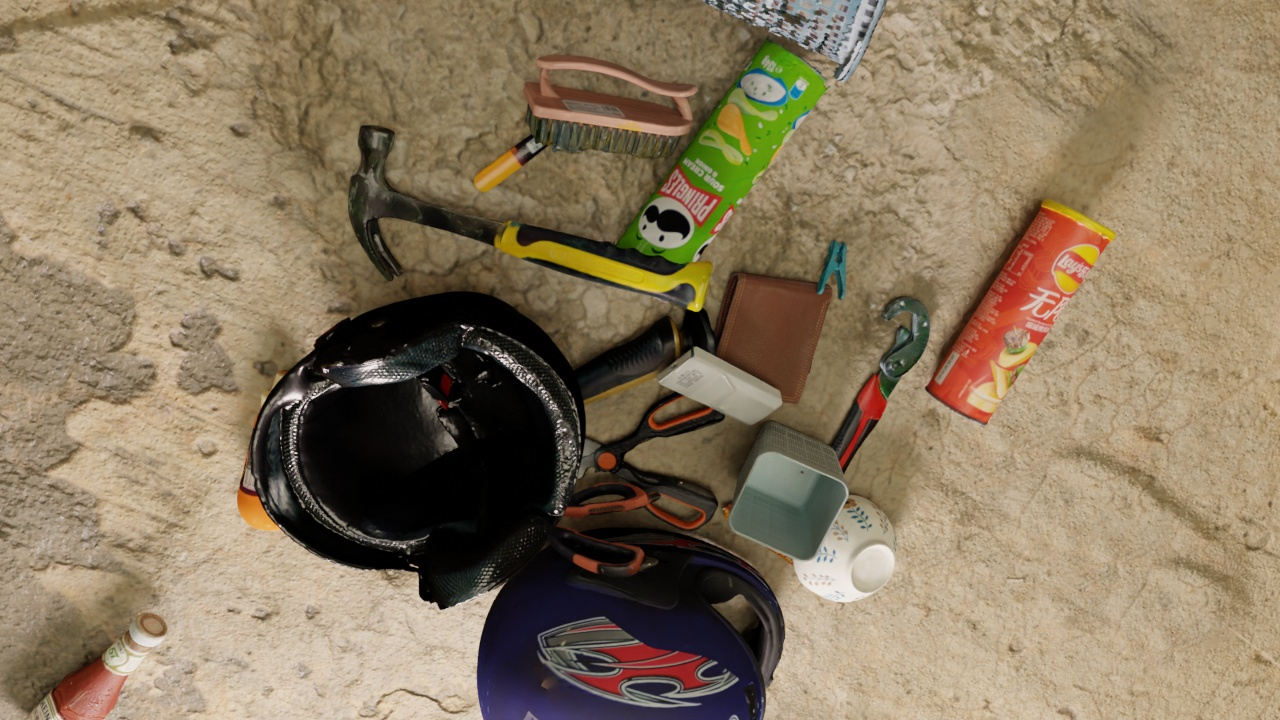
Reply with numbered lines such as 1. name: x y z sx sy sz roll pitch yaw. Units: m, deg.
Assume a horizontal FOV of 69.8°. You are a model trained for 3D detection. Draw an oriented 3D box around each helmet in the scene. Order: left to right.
1. helmet: -0.178 0.061 0.780 0.275 0.229 0.233 -16 107 12
2. helmet: 0.002 0.303 0.882 0.315 0.240 0.248 6 111 -9

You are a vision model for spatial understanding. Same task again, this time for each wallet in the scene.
1. wallet: 0.122 -0.022 0.886 0.101 0.032 0.125 10 109 -13

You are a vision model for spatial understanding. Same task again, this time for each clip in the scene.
1. clip: 0.183 -0.086 0.866 0.038 0.013 0.055 11 82 -17

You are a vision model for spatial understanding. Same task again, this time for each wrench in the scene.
1. wrench: 0.220 0.062 0.933 0.056 0.016 0.274 20 107 -13

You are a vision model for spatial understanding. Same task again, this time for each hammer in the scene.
1. hammer: -0.099 -0.100 0.787 0.323 0.031 0.126 16 110 6

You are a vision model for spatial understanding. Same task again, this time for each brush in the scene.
1. brush: -0.023 -0.213 0.774 0.145 0.063 0.073 3 123 -19

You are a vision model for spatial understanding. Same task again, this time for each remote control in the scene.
1. remote control: 0.077 0.027 0.857 0.125 0.024 0.049 26 130 -32

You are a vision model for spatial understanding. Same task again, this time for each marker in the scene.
1. marker: -0.095 -0.190 0.809 0.124 0.015 0.018 -35 111 5

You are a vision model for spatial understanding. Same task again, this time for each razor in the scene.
1. razor: -0.005 0.005 0.874 0.167 0.062 0.067 -25 142 9

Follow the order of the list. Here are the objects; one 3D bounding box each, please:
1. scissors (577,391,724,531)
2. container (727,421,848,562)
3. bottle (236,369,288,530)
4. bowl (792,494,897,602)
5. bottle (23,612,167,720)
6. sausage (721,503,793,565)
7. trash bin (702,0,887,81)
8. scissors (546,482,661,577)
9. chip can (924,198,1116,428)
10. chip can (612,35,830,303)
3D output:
1. scissors: -0.011 0.094 0.920 0.221 0.021 0.229 42 103 -13
2. container: 0.141 0.120 0.889 0.090 0.111 0.090 23 107 1
3. bottle: -0.338 0.082 0.861 0.066 0.066 0.149 8 102 -9
4. bowl: 0.221 0.202 0.945 0.113 0.062 0.113 -7 108 -22
5. bottle: -0.555 0.333 0.928 0.060 0.059 0.206 42 101 -18
6. sausage: 0.149 0.196 0.972 0.165 0.021 0.021 35 103 -17
7. trash bin: 0.097 -0.346 0.681 0.195 0.226 0.227 17 108 2
8. scissors: -0.079 0.151 0.869 0.226 0.189 0.015 -11 121 -22
9. chip can: 0.359 -0.044 0.879 0.073 0.073 0.217 25 106 -14
10. chip can: 0.065 -0.165 0.804 0.072 0.072 0.236 34 103 -16
